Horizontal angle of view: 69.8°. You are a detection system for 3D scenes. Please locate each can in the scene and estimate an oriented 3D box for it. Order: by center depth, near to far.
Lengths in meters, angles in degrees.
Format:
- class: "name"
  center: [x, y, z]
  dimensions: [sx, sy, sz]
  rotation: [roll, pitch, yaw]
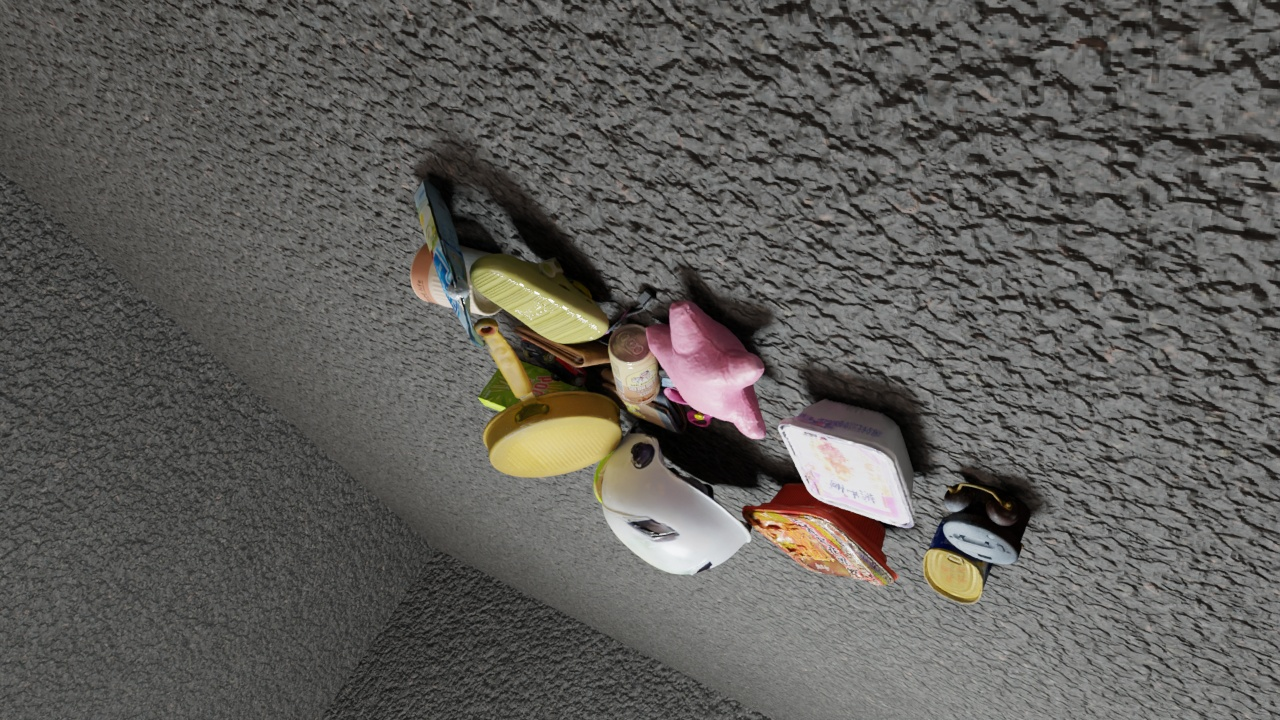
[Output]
- class: "can"
  center: [0.393, 0.248, 1.131]
  dimensions: [0.075, 0.049, 0.148]
  rotation: [19, 153, 29]
- class: "can"
  center: [-0.007, 0.007, 1.147]
  dimensions: [0.058, 0.058, 0.116]
  rotation: [25, 156, 18]

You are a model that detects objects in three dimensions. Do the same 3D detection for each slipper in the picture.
- class: "slipper"
  center: [-0.111, -0.086, 1.076]
  dimensions: [0.092, 0.081, 0.190]
  rotation: [-13, 147, 43]

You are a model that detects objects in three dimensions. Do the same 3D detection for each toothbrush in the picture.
- class: "toothbrush"
  center: [-0.022, -0.053, 1.107]
  dimensions: [0.018, 0.014, 0.190]
  rotation: [46, 156, -6]

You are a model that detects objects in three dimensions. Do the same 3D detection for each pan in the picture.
- class: "pan"
  center: [-0.144, 0.058, 1.237]
  dimensions: [0.198, 0.078, 0.357]
  rotation: [-18, 151, 5]

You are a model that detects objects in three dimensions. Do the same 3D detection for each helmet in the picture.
- class: "helmet"
  center: [0.034, 0.220, 1.326]
  dimensions: [0.229, 0.146, 0.259]
  rotation: [43, 178, -29]

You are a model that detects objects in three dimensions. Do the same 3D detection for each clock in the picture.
- class: "clock"
  center: [0.375, 0.172, 0.996]
  dimensions: [0.082, 0.055, 0.122]
  rotation: [12, 148, 41]

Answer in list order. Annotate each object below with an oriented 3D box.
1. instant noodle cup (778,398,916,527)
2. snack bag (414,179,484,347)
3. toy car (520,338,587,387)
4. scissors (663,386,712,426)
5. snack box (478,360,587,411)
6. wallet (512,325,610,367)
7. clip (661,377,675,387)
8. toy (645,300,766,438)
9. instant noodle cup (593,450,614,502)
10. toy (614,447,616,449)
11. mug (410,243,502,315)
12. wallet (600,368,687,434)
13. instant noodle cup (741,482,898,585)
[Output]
- class: "instant noodle cup"
  center: [0.244, 0.110, 1.034]
  dimensions: [0.138, 0.060, 0.173]
  rotation: [14, 152, 36]
- class: "snack bag"
  center: [-0.222, -0.114, 1.069]
  dimensions: [0.110, 0.038, 0.190]
  rotation: [97, 154, -55]
- class: "toy car"
  center: [-0.117, -0.003, 1.285]
  dimensions: [0.053, 0.045, 0.120]
  rotation: [16, 158, 38]
- class: "scissors"
  center: [0.087, 0.062, 1.189]
  dimensions: [0.131, 0.017, 0.134]
  rotation: [35, 157, -20]
- class: "snack box"
  center: [-0.165, 0.051, 1.402]
  dimensions: [0.156, 0.085, 0.026]
  rotation: [18, 153, 32]
- class: "wallet"
  center: [-0.093, -0.022, 1.183]
  dimensions: [0.115, 0.020, 0.101]
  rotation: [25, -166, 23]
- class: "clip"
  center: [0.056, 0.027, 1.159]
  dimensions: [0.058, 0.045, 0.027]
  rotation: [19, 152, 8]
- class: "toy"
  center: [0.067, 0.000, 1.028]
  dimensions: [0.178, 0.074, 0.195]
  rotation: [32, 156, 29]
- class: "instant noodle cup"
  center: [-0.031, 0.204, 1.520]
  dimensions: [0.111, 0.111, 0.124]
  rotation: [34, 165, -4]
- class: "toy"
  center: [-0.079, 0.104, 1.455]
  dimensions: [0.108, 0.038, 0.084]
  rotation: [33, 157, 2]
- class: "mug"
  center: [-0.221, -0.101, 1.191]
  dimensions: [0.106, 0.081, 0.114]
  rotation: [15, 172, 32]
- class: "wallet"
  center: [0.004, 0.056, 1.268]
  dimensions: [0.115, 0.033, 0.090]
  rotation: [22, 156, 32]
- class: "instant noodle cup"
  center: [0.246, 0.228, 1.239]
  dimensions: [0.164, 0.079, 0.189]
  rotation: [42, 155, -20]
